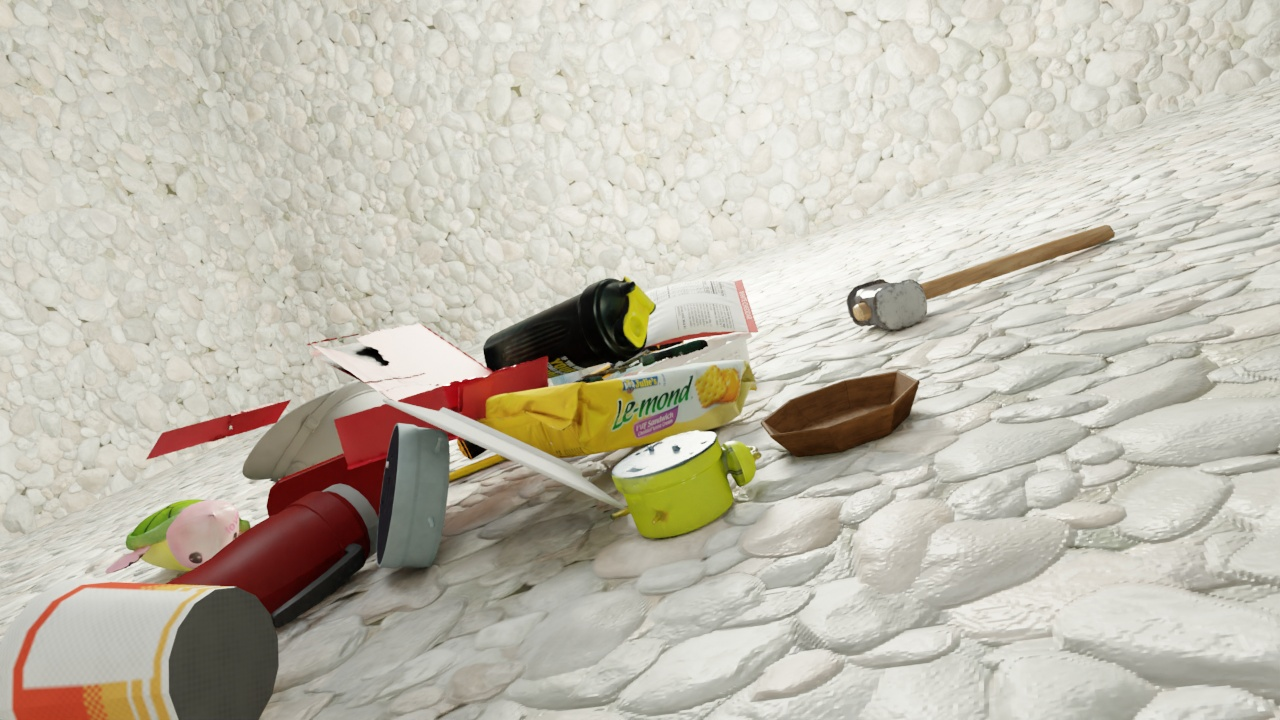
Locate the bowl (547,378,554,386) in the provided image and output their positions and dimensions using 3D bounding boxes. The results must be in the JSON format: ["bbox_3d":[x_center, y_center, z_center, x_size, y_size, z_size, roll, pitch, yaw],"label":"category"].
[{"bbox_3d":[-0.140,0.040,1.274,0.051,0.115,0.114,25,35,30],"label":"bowl"}]

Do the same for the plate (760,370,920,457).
[{"bbox_3d":[0.163,0.045,0.738,0.131,0.025,0.131,-20,8,3],"label":"plate"}]

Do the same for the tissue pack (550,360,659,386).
[{"bbox_3d":[-0.058,-0.017,1.260,0.181,0.112,0.070,-14,-26,-43],"label":"tissue pack"}]

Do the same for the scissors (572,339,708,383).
[{"bbox_3d":[-0.006,0.006,1.009,0.204,0.015,0.202,-16,-5,-29],"label":"scissors"}]

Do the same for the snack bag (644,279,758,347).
[{"bbox_3d":[0.061,-0.059,1.112,0.144,0.039,0.130,-9,32,2],"label":"snack bag"}]

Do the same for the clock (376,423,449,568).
[{"bbox_3d":[-0.201,0.121,0.802,0.045,0.122,0.160,8,-22,-19],"label":"clock"}]

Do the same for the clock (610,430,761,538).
[{"bbox_3d":[0.035,0.084,0.677,0.118,0.057,0.083,-26,9,-31],"label":"clock"}]

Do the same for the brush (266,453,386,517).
[{"bbox_3d":[-0.337,0.149,1.054,0.173,0.082,0.042,-23,9,-18],"label":"brush"}]

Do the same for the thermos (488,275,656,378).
[{"bbox_3d":[-0.083,-0.028,1.062,0.221,0.098,0.097,-18,8,37],"label":"thermos"}]

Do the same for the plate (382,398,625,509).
[{"bbox_3d":[-0.105,0.070,0.732,0.015,0.208,0.209,-66,20,-9],"label":"plate"}]

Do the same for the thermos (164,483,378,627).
[{"bbox_3d":[-0.311,0.185,0.781,0.108,0.084,0.198,7,25,31],"label":"thermos"}]

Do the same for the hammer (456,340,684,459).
[{"bbox_3d":[-0.085,0.033,1.156,0.320,0.123,0.036,-28,14,-16],"label":"hammer"}]

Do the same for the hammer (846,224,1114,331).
[{"bbox_3d":[0.405,-0.104,1.083,0.328,0.052,0.098,-18,8,-7],"label":"hammer"}]

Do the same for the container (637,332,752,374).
[{"bbox_3d":[0.070,0.014,1.077,0.129,0.049,0.081,-25,9,-29],"label":"container"}]

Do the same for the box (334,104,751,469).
[{"bbox_3d":[-0.092,-0.063,0.907,0.479,0.171,0.213,-55,-10,17],"label":"box"}]

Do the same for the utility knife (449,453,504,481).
[{"bbox_3d":[-0.234,0.142,1.107,0.224,0.019,0.030,-24,-1,-4],"label":"utility knife"}]

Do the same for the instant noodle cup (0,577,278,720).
[{"bbox_3d":[-0.314,0.198,0.591,0.121,0.123,0.123,-9,11,18],"label":"instant noodle cup"}]

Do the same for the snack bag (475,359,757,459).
[{"bbox_3d":[-0.022,0.048,0.877,0.246,0.068,0.160,-8,0,-42],"label":"snack bag"}]

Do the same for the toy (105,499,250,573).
[{"bbox_3d":[-0.553,0.215,1.130,0.189,0.087,0.239,-5,-6,-32],"label":"toy"}]

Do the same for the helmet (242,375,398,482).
[{"bbox_3d":[-0.398,0.127,1.257,0.184,0.117,0.270,-51,-11,26],"label":"helmet"}]
